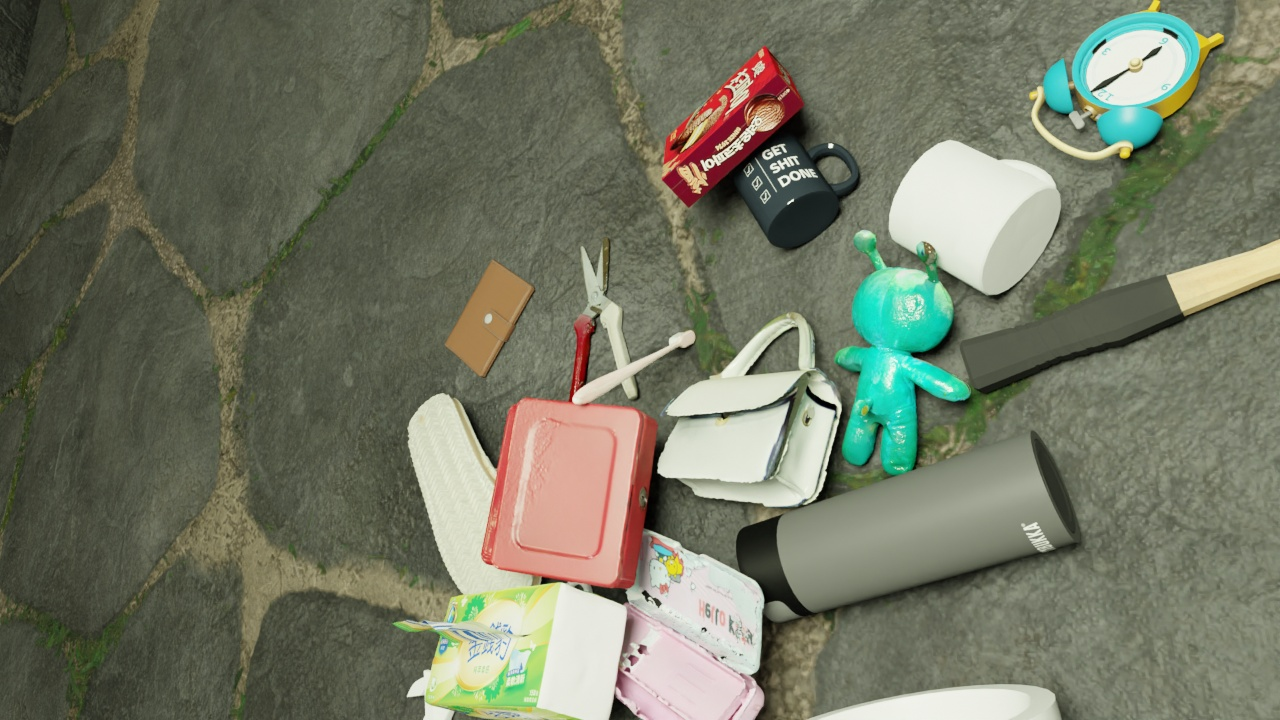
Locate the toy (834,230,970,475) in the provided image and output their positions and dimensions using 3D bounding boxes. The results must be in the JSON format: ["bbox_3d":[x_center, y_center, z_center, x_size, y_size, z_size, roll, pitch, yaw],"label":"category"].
[{"bbox_3d":[0.199,-0.004,0.734,0.131,0.072,0.193,14,101,49],"label":"toy"}]

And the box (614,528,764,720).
[{"bbox_3d":[0.033,0.233,0.771,0.202,0.066,0.153,11,76,59],"label":"box"}]

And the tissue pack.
[{"bbox_3d":[-0.129,0.249,0.798,0.198,0.141,0.120,-28,45,42],"label":"tissue pack"}]

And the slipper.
[{"bbox_3d":[-0.174,0.149,0.989,0.115,0.052,0.262,-42,60,17],"label":"slipper"}]

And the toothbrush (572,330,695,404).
[{"bbox_3d":[-0.005,0.005,0.838,0.018,0.180,0.016,-4,106,39],"label":"toothbrush"}]

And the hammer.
[{"bbox_3d":[0.389,-0.051,0.638,0.329,0.039,0.131,-24,65,30],"label":"hammer"}]

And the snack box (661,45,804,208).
[{"bbox_3d":[0.083,-0.223,0.861,0.133,0.036,0.151,-40,19,21],"label":"snack box"}]

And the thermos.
[{"bbox_3d":[0.194,0.132,0.699,0.241,0.082,0.082,-25,63,29],"label":"thermos"}]

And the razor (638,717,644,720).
[{"bbox_3d":[0.017,0.325,0.802,0.047,0.052,0.142,-2,66,37],"label":"razor"}]

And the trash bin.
[{"bbox_3d":[0.194,0.334,0.587,0.196,0.195,0.199,-21,74,30],"label":"trash bin"}]

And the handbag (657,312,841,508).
[{"bbox_3d":[0.097,0.031,0.790,0.152,0.074,0.175,-4,58,53],"label":"handbag"}]

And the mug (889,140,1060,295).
[{"bbox_3d":[0.271,-0.120,0.720,0.121,0.091,0.090,-36,51,-17],"label":"mug"}]

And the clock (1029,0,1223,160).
[{"bbox_3d":[0.366,-0.211,0.700,0.130,0.043,0.099,-44,55,9],"label":"clock"}]

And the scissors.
[{"bbox_3d":[-0.044,-0.029,0.968,0.179,0.015,0.185,40,101,39],"label":"scissors"}]

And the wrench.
[{"bbox_3d":[-0.149,0.305,0.946,0.274,0.018,0.066,-40,57,20],"label":"wrench"}]

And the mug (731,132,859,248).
[{"bbox_3d":[0.147,-0.162,0.837,0.105,0.071,0.077,-24,60,-1],"label":"mug"}]

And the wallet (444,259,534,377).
[{"bbox_3d":[-0.179,-0.051,1.075,0.087,0.013,0.121,36,99,38],"label":"wallet"}]

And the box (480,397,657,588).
[{"bbox_3d":[-0.052,0.123,0.836,0.171,0.156,0.156,1,78,38],"label":"box"}]
